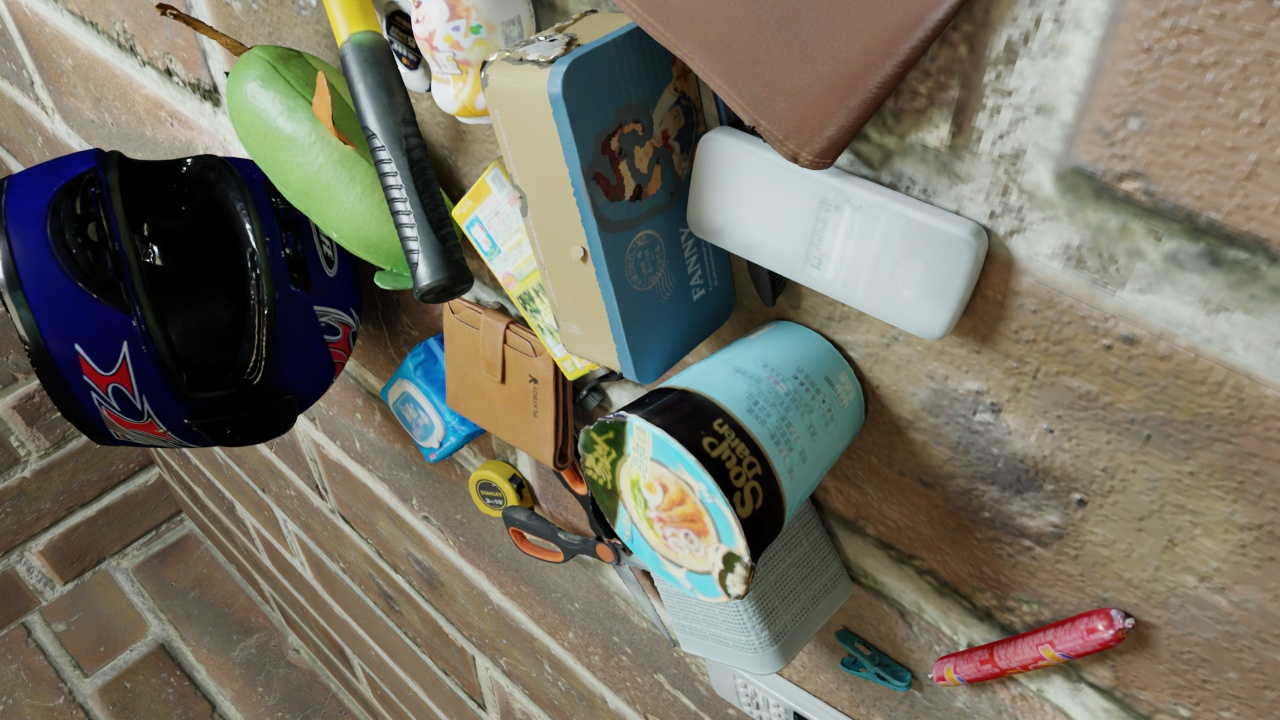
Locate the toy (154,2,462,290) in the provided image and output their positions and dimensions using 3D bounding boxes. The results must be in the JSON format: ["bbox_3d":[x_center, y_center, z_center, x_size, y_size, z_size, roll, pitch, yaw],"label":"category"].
[{"bbox_3d":[-0.220,-0.147,0.650,0.246,0.090,0.227,45,168,-1],"label":"toy"}]

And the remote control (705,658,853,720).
[{"bbox_3d":[0.112,0.269,0.702,0.150,0.021,0.058,21,136,41],"label":"remote control"}]

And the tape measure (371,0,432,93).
[{"bbox_3d":[-0.128,-0.194,0.540,0.066,0.033,0.066,47,146,13],"label":"tape measure"}]

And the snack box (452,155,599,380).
[{"bbox_3d":[-0.057,-0.059,0.585,0.140,0.033,0.087,57,148,-4],"label":"snack box"}]

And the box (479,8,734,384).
[{"bbox_3d":[-0.009,-0.074,0.457,0.062,0.089,0.184,17,136,42],"label":"box"}]

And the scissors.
[{"bbox_3d":[-0.039,0.139,0.758,0.235,0.021,0.221,-1,117,43],"label":"scissors"}]

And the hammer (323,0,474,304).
[{"bbox_3d":[-0.153,-0.173,0.508,0.129,0.032,0.300,-41,67,60],"label":"hammer"}]

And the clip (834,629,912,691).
[{"bbox_3d":[0.149,0.196,0.589,0.054,0.013,0.034,22,138,42],"label":"clip"}]

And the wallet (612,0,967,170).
[{"bbox_3d":[0.054,-0.145,0.354,0.124,0.032,0.101,45,140,7],"label":"wallet"}]

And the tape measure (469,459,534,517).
[{"bbox_3d":[-0.130,0.119,0.854,0.060,0.028,0.057,0,120,32],"label":"tape measure"}]

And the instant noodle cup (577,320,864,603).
[{"bbox_3d":[0.050,0.042,0.465,0.111,0.120,0.111,34,143,30],"label":"instant noodle cup"}]

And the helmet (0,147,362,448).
[{"bbox_3d":[-0.358,-0.058,0.763,0.247,0.240,0.316,68,160,10],"label":"helmet"}]

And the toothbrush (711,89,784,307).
[{"bbox_3d":[0.043,-0.111,0.427,0.014,0.016,0.190,14,129,48],"label":"toothbrush"}]

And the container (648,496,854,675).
[{"bbox_3d":[0.056,0.112,0.557,0.090,0.089,0.111,-5,115,53],"label":"container"}]

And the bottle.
[{"bbox_3d":[-0.088,-0.181,0.473,0.063,0.063,0.108,23,137,39],"label":"bottle"}]

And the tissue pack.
[{"bbox_3d":[-0.184,0.039,0.824,0.095,0.052,0.157,54,148,-2],"label":"tissue pack"}]

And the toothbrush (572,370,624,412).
[{"bbox_3d":[-0.003,0.003,0.596,0.018,0.014,0.190,45,148,-6],"label":"toothbrush"}]

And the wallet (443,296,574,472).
[{"bbox_3d":[-0.101,0.013,0.690,0.132,0.031,0.108,25,125,36],"label":"wallet"}]

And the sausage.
[{"bbox_3d":[0.198,0.153,0.480,0.020,0.020,0.156,47,148,8],"label":"sausage"}]

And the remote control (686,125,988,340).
[{"bbox_3d":[0.082,-0.058,0.405,0.136,0.020,0.056,28,132,24],"label":"remote control"}]
